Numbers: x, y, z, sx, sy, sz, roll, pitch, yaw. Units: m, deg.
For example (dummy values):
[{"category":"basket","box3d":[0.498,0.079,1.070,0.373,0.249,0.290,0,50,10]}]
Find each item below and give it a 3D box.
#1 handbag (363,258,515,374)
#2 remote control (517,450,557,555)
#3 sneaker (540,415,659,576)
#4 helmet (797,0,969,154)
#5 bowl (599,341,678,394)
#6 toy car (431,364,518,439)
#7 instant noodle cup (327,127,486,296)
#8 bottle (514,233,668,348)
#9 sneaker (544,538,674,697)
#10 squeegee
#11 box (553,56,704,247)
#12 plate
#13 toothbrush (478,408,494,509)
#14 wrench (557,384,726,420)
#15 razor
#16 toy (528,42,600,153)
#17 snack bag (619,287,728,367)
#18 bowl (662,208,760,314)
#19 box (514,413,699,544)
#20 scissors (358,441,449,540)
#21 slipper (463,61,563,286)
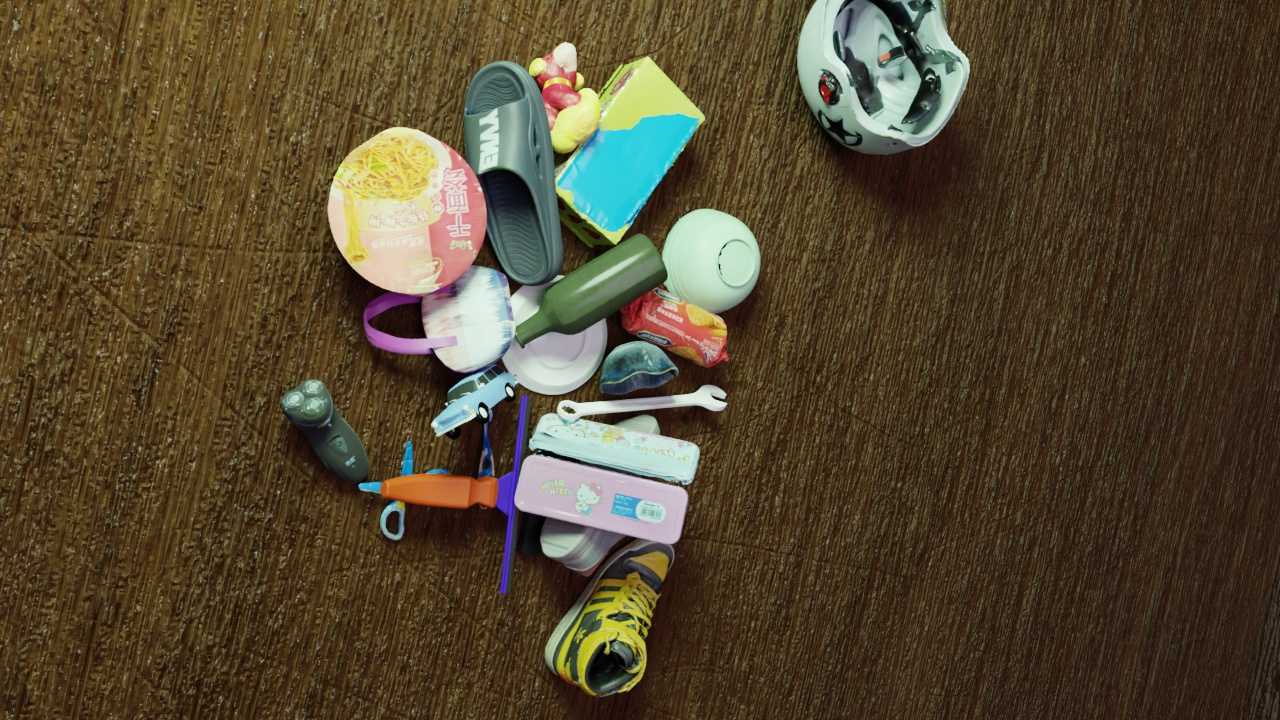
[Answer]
[{"category":"handbag","box3d":[-0.241,-0.050,1.090,0.169,0.068,0.144,-6,73,-20]},{"category":"remote control","box3d":[-0.133,0.188,1.208,0.032,0.015,0.136,12,90,-31]},{"category":"sneaker","box3d":[-0.037,0.182,1.219,0.235,0.099,0.089,-54,134,-24]},{"category":"helmet","box3d":[0.323,-0.422,1.321,0.264,0.164,0.236,47,69,-19]},{"category":"bowl","box3d":[-0.007,0.007,1.222,0.110,0.111,0.055,-6,76,-30]},{"category":"toy car","box3d":[-0.197,0.046,1.086,0.056,0.153,0.055,-27,97,19]},{"category":"instant noodle cup","box3d":[-0.274,-0.166,1.053,0.178,0.078,0.178,-3,96,-29]},{"category":"bottle","box3d":[-0.068,-0.081,1.157,0.206,0.071,0.071,-31,111,-6]},{"category":"sneaker","box3d":[-0.019,0.342,1.231,0.238,0.122,0.086,-49,117,-15]},{"category":"squeegee","box3d":[-0.228,0.158,1.112,0.184,0.055,0.249,9,85,-43]},{"category":"box","box3d":[-0.030,-0.266,1.184,0.124,0.082,0.220,38,80,-27]},{"category":"plate","box3d":[-0.110,-0.033,1.198,0.156,0.014,0.157,-3,97,-29]},{"category":"toothbrush","box3d":[-0.196,0.123,1.164,0.021,0.017,0.135,0,95,-25]},{"category":"wrench","box3d":[0.009,0.059,1.253,0.272,0.047,0.009,-3,132,-33]},{"category":"razor","box3d":[-0.351,0.086,1.043,0.053,0.064,0.140,-38,124,-20]},{"category":"toy","box3d":[-0.099,-0.316,1.130,0.067,0.106,0.137,18,53,-56]},{"category":"snack bag","box3d":[0.042,-0.049,1.250,0.176,0.082,0.082,24,83,-29]},{"category":"bowl","box3d":[0.111,-0.137,1.279,0.150,0.077,0.151,-3,97,-31]},{"category":"box","box3d":[-0.041,0.141,1.151,0.214,0.051,0.148,11,59,7]},{"category":"scissors","box3d":[-0.284,0.160,1.115,0.125,0.014,0.130,12,92,-38]},{"category":"slipper","box3d":[-0.163,-0.211,1.086,0.083,0.111,0.268,-39,124,-56]}]
